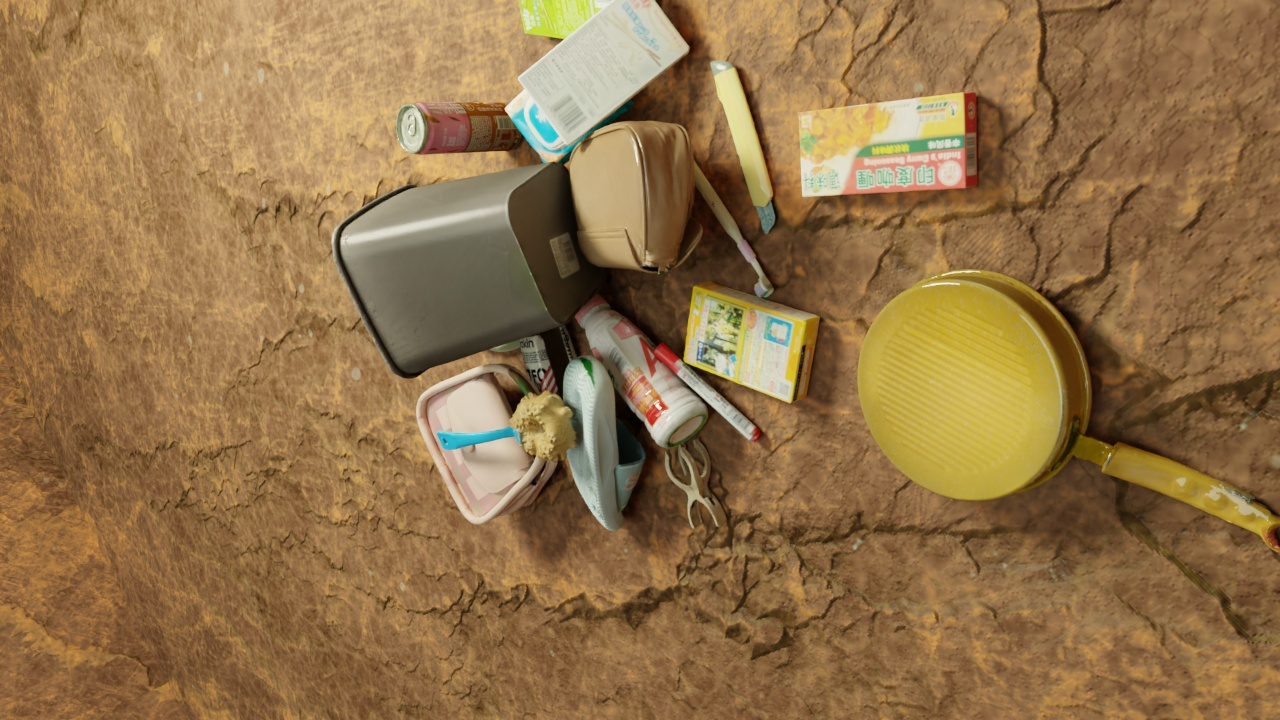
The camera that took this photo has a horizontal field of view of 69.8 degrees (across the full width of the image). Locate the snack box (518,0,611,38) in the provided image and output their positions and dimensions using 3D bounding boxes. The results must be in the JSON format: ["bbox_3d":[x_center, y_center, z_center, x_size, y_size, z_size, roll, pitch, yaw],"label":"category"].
[{"bbox_3d":[-0.071,-0.387,0.979,0.156,0.026,0.086,21,135,36],"label":"snack box"}]

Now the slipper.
[{"bbox_3d":[-0.040,0.092,1.061,0.104,0.074,0.246,50,152,43],"label":"slipper"}]

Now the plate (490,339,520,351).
[{"bbox_3d":[-0.205,-0.122,1.192,0.230,0.027,0.230,14,111,40],"label":"plate"}]

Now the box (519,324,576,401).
[{"bbox_3d":[-0.102,0.014,1.132,0.075,0.076,0.163,-7,103,62],"label":"box"}]

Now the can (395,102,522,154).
[{"bbox_3d":[-0.208,-0.271,1.070,0.058,0.147,0.058,13,110,40],"label":"can"}]

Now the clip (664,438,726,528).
[{"bbox_3d":[0.055,0.140,1.030,0.077,0.034,0.103,0,110,40],"label":"clip"}]

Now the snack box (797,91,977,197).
[{"bbox_3d":[0.212,-0.185,0.798,0.156,0.027,0.077,5,106,41],"label":"snack box"}]

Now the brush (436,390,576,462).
[{"bbox_3d":[-0.167,0.086,1.087,0.255,0.045,0.083,-11,106,43],"label":"brush"}]

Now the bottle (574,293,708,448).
[{"bbox_3d":[-0.006,0.006,1.025,0.197,0.068,0.068,51,130,24],"label":"bottle"}]

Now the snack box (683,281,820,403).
[{"bbox_3d":[0.110,-0.020,0.933,0.140,0.033,0.087,21,115,35],"label":"snack box"}]

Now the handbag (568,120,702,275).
[{"bbox_3d":[-0.004,-0.164,0.926,0.205,0.099,0.148,-159,65,-67],"label":"handbag"}]

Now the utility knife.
[{"bbox_3d":[0.102,-0.210,0.896,0.031,0.019,0.176,-15,88,48],"label":"utility knife"}]

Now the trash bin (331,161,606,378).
[{"bbox_3d":[-0.178,-0.109,1.025,0.220,0.198,0.199,-9,115,27],"label":"trash bin"}]

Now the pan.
[{"bbox_3d":[0.338,0.056,0.741,0.357,0.078,0.198,36,126,37],"label":"pan"}]

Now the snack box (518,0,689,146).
[{"bbox_3d":[-0.037,-0.297,0.923,0.157,0.027,0.084,-36,97,9],"label":"snack box"}]

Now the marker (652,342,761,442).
[{"bbox_3d":[0.071,0.034,0.976,0.145,0.017,0.017,42,127,11],"label":"marker"}]

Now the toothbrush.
[{"bbox_3d":[0.081,-0.146,0.933,0.020,0.029,0.189,-29,77,0],"label":"toothbrush"}]

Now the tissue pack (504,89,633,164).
[{"bbox_3d":[-0.079,-0.275,0.998,0.140,0.063,0.090,-30,100,42],"label":"tissue pack"}]

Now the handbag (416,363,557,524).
[{"bbox_3d":[-0.179,0.090,1.169,0.235,0.093,0.193,-36,79,48],"label":"handbag"}]
